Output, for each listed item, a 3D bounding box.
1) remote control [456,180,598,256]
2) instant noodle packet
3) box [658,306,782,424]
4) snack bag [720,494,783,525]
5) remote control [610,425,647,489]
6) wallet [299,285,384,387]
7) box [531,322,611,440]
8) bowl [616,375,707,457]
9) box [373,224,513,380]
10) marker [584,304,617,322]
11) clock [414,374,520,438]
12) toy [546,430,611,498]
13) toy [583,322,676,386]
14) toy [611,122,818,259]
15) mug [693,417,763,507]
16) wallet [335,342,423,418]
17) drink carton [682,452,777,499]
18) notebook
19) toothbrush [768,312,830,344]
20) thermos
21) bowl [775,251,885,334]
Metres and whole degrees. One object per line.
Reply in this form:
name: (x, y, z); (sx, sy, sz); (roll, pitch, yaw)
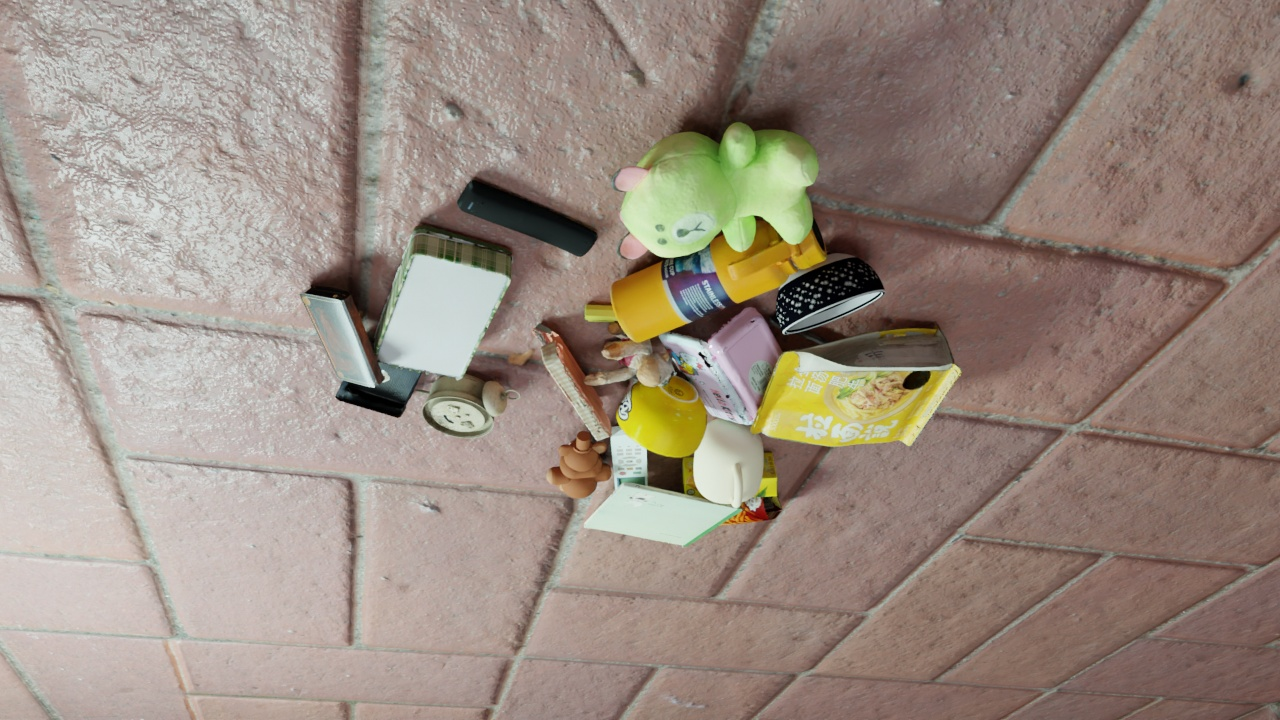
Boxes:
remote control: (-0.118, -0.147, 0.970); (0.151, 0.020, 0.041); (19, 138, -26)
instant noodle packet: (0.258, 0.039, 1.144); (0.221, 0.084, 0.163); (-3, 142, -14)
box: (0.119, 0.022, 1.153); (0.146, 0.077, 0.201); (-17, 140, 17)
snack bag: (0.109, 0.229, 1.442); (0.208, 0.066, 0.139); (-10, 147, 24)
remote control: (-0.016, 0.138, 1.327); (0.049, 0.024, 0.144); (-2, 139, 0)
wallet: (-0.343, -0.028, 1.060); (0.072, 0.019, 0.123); (11, 131, 30)
box: (-0.083, 0.027, 1.150); (0.042, 0.082, 0.187); (-20, 137, 7)
bowl: (0.035, 0.061, 1.169); (0.117, 0.117, 0.068); (14, 121, -20)
box: (-0.229, -0.060, 1.050); (0.117, 0.051, 0.206); (11, 140, -21)
marker: (-0.004, -0.054, 1.094); (0.124, 0.017, 0.021); (2, 142, -8)
clock: (-0.216, 0.051, 1.185); (0.141, 0.054, 0.093); (-12, 138, 23)
toy: (-0.088, 0.145, 1.316); (0.095, 0.065, 0.128); (-3, 134, -12)
toy: (-0.007, 0.007, 1.122); (0.106, 0.074, 0.085); (20, 132, -13)
toy: (0.071, -0.168, 0.895); (0.197, 0.107, 0.150); (2, 147, 8)
mug: (0.124, 0.138, 1.260); (0.096, 0.120, 0.100); (-5, 131, -5)
wallet: (-0.327, 0.022, 1.161); (0.089, 0.026, 0.115); (20, 136, -19)
drink carton: (0.129, 0.170, 1.344); (0.134, 0.058, 0.043); (-4, 127, 2)
notebook: (0.028, 0.240, 1.406); (0.182, 0.010, 0.253); (13, 154, -12)
toothbrush: (0.226, -0.024, 1.148); (0.167, 0.012, 0.013); (23, 127, -29)
thermos: (0.084, -0.089, 0.996); (0.233, 0.091, 0.076); (-21, 128, 22)
bowl: (0.203, -0.083, 1.021); (0.120, 0.066, 0.120); (-20, 171, -4)
